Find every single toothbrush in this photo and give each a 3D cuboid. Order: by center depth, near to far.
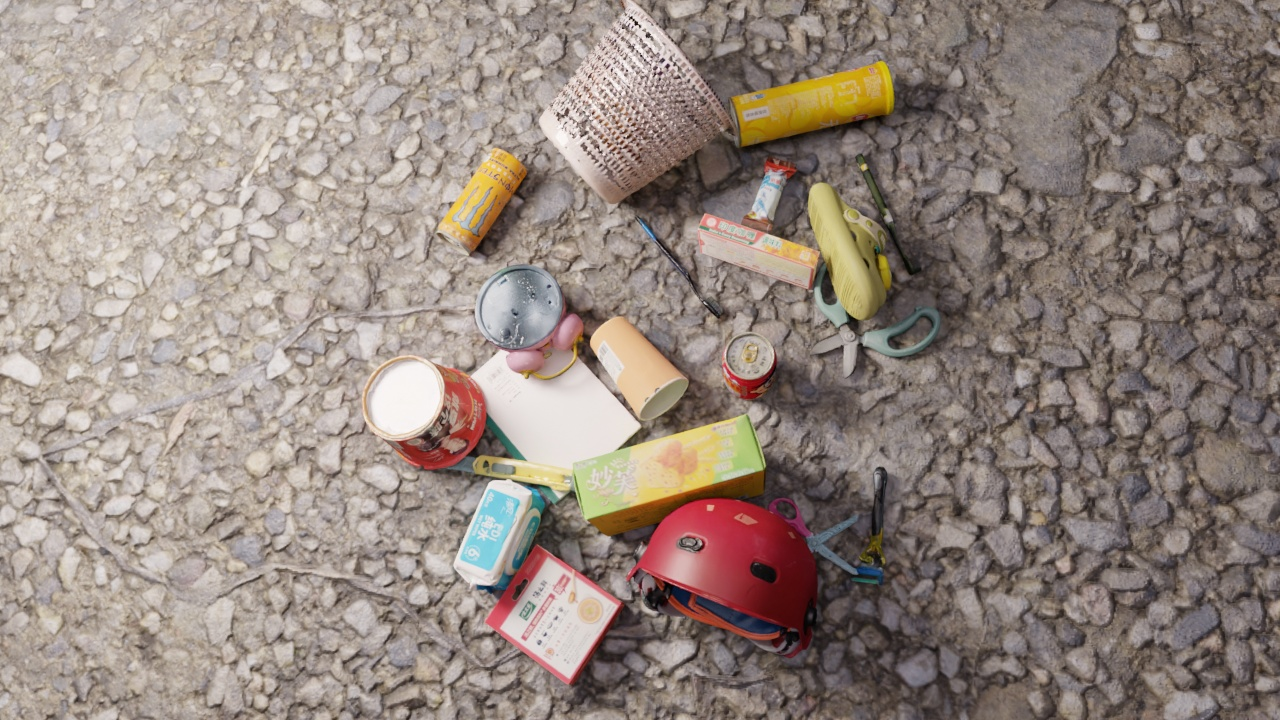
[{"bbox_3d":[0.327,-0.196,1.214,0.017,0.012,0.185,-18,72,-5],"label":"toothbrush"},{"bbox_3d":[0.051,-0.128,1.228,0.016,0.014,0.189,-36,72,-5],"label":"toothbrush"}]

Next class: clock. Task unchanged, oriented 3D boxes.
[{"bbox_3d":[-0.141,-0.046,1.191,0.117,0.060,0.158,-35,70,-2],"label":"clock"}]

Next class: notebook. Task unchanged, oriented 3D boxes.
[{"bbox_3d":[-0.121,0.061,1.194,0.150,0.012,0.209,-42,73,-4],"label":"notebook"}]

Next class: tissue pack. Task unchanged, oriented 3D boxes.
[{"bbox_3d":[-0.168,0.214,1.115,0.063,0.090,0.140,19,77,12],"label":"tissue pack"}]

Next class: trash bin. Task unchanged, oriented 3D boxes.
[{"bbox_3d":[-0.016,-0.321,1.201,0.192,0.227,0.227,-41,73,7],"label":"trash bin"}]

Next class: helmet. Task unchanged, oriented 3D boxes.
[{"bbox_3d":[0.102,0.221,1.008,0.207,0.240,0.143,17,69,14],"label":"helmet"}]

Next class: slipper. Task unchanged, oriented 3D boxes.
[{"bbox_3d":[0.271,-0.146,1.150,0.081,0.092,0.190,-18,68,0],"label":"slipper"}]

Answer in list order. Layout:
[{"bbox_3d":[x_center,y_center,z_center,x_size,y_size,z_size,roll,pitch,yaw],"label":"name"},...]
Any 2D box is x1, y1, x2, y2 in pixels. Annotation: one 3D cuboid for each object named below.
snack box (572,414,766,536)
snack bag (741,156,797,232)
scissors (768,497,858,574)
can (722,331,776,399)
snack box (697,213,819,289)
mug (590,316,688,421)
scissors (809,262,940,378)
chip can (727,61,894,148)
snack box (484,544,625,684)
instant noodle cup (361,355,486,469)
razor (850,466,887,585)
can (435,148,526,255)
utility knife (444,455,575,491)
[{"bbox_3d":[0.038,0.139,1.076,0.210,0.158,0.070,-15,71,2],"label":"snack box"},{"bbox_3d":[0.173,-0.223,1.234,0.048,0.026,0.104,20,77,24],"label":"snack bag"},{"bbox_3d":[0.202,0.216,1.106,0.133,0.017,0.135,-32,68,1],"label":"scissors"},{"bbox_3d":[0.135,0.007,1.136,0.066,0.094,0.066,-2,74,6],"label":"can"},{"bbox_3d":[0.152,-0.139,1.185,0.156,0.077,0.027,21,77,12],"label":"snack box"},{"bbox_3d":[-0.007,0.007,1.166,0.078,0.078,0.122,-39,68,-5],"label":"mug"},{"bbox_3d":[0.287,-0.068,1.179,0.170,0.019,0.179,-18,74,3],"label":"scissors"},{"bbox_3d":[0.228,-0.343,1.238,0.213,0.072,0.072,-13,73,3],"label":"chip can"},{"bbox_3d":[-0.102,0.305,1.105,0.127,0.044,0.113,32,81,13],"label":"snack box"},{"bbox_3d":[-0.276,0.061,1.157,0.138,0.108,0.137,-3,72,10],"label":"instant noodle cup"},{"bbox_3d":[0.282,0.197,1.102,0.043,0.022,0.142,-6,67,45],"label":"razor"},{"bbox_3d":[-0.218,-0.219,1.262,0.058,0.058,0.146,29,79,14],"label":"can"},{"bbox_3d":[-0.173,0.140,1.173,0.213,0.022,0.031,5,73,20],"label":"utility knife"}]
